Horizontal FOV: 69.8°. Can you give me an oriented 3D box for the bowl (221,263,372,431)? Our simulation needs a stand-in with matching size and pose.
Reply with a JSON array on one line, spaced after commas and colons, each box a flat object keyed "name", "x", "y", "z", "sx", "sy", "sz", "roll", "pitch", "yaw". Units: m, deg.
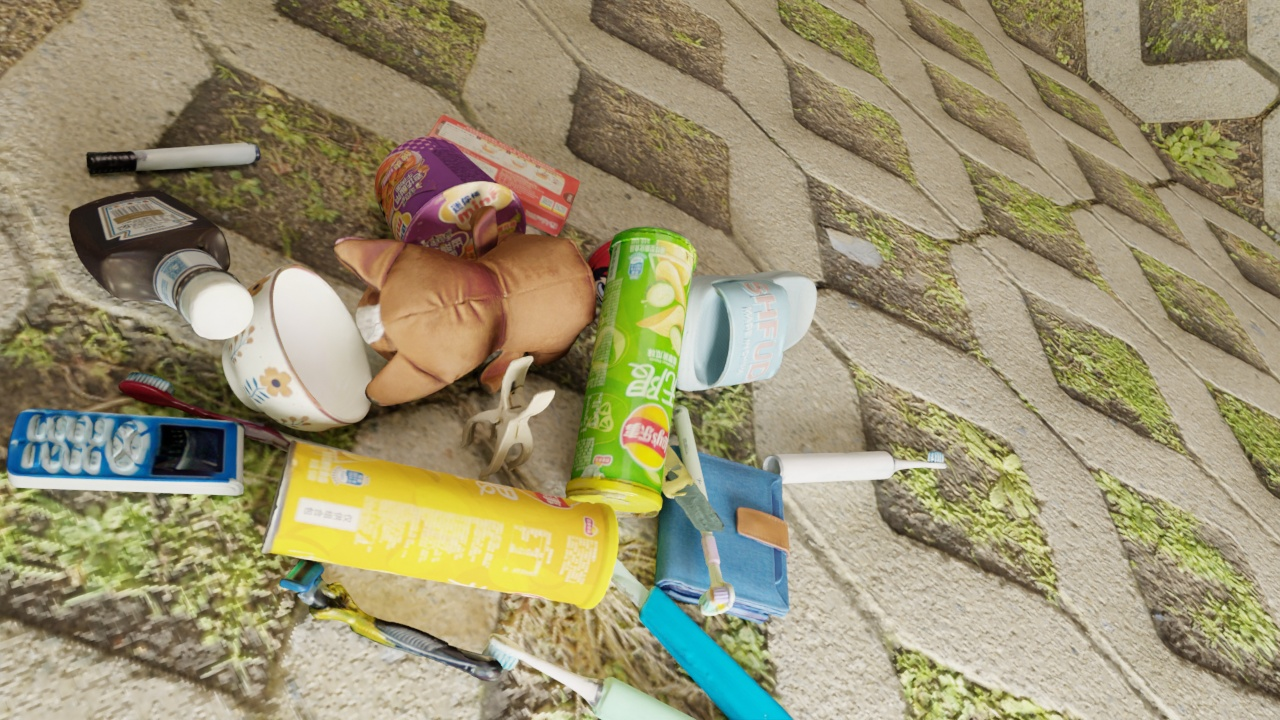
[{"name": "bowl", "x": -0.236, "y": -0.002, "z": 0.613, "sx": 0.113, "sy": 0.062, "sz": 0.113, "roll": -19, "pitch": 89, "yaw": -81}]

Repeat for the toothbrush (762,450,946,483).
[{"name": "toothbrush", "x": 0.206, "y": 0.097, "z": 0.847, "sx": 0.220, "sy": 0.027, "sz": 0.026, "roll": 2, "pitch": 83, "yaw": -31}]

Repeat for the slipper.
[{"name": "slipper", "x": 0.106, "y": -0.029, "z": 0.842, "sx": 0.074, "sy": 0.104, "sz": 0.244, "roll": 20, "pitch": 23, "yaw": 33}]

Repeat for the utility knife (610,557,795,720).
[{"name": "utility knife", "x": 0.031, "y": 0.195, "z": 0.641, "sx": 0.207, "sy": 0.018, "sz": 0.034, "roll": 44, "pitch": 55, "yaw": 12}]

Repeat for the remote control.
[{"name": "remote control", "x": -0.306, "y": 0.057, "z": 0.554, "sx": 0.124, "sy": 0.024, "sz": 0.049, "roll": 6, "pitch": 47, "yaw": -27}]

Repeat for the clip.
[{"name": "clip", "x": -0.087, "y": 0.052, "z": 0.648, "sx": 0.034, "sy": 0.105, "sz": 0.080, "roll": -11, "pitch": 72, "yaw": -42}]

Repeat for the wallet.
[{"name": "wallet", "x": 0.064, "y": 0.132, "z": 0.714, "sx": 0.106, "sy": 0.040, "sz": 0.132, "roll": 18, "pitch": 43, "yaw": -11}]

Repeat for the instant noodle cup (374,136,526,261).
[{"name": "instant noodle cup", "x": -0.168, "y": -0.128, "z": 0.771, "sx": 0.111, "sy": 0.112, "sz": 0.099, "roll": -10, "pitch": 47, "yaw": -39}]

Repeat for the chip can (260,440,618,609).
[{"name": "chip can", "x": -0.123, "y": 0.108, "z": 0.587, "sx": 0.213, "sy": 0.072, "sz": 0.072, "roll": 15, "pitch": 44, "yaw": -21}]

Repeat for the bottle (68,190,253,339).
[{"name": "bottle", "x": -0.305, "y": -0.063, "z": 0.592, "sx": 0.079, "sy": 0.044, "sz": 0.195, "roll": -25, "pitch": 38, "yaw": -35}]

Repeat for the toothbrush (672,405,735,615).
[{"name": "toothbrush", "x": 0.043, "y": 0.104, "z": 0.694, "sx": 0.020, "sy": 0.029, "sz": 0.189, "roll": 42, "pitch": 26, "yaw": -38}]

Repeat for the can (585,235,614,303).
[{"name": "can", "x": -0.004, "y": -0.063, "z": 0.837, "sx": 0.066, "sy": 0.067, "sz": 0.093, "roll": -9, "pitch": 56, "yaw": -39}]

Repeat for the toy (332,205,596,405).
[{"name": "toy", "x": -0.133, "y": -0.041, "z": 0.694, "sx": 0.199, "sy": 0.131, "sz": 0.140, "roll": -21, "pitch": 92, "yaw": -49}]

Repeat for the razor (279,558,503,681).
[{"name": "razor", "x": -0.149, "y": 0.163, "z": 0.555, "sx": 0.142, "sy": 0.022, "sz": 0.042, "roll": 28, "pitch": 4, "yaw": -8}]

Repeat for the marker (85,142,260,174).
[{"name": "marker", "x": -0.371, "y": -0.163, "z": 0.735, "sx": 0.130, "sy": 0.018, "sz": 0.022, "roll": -18, "pitch": 52, "yaw": -42}]

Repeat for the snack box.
[{"name": "snack box", "x": -0.138, "y": -0.182, "z": 0.899, "sx": 0.153, "sy": 0.026, "sz": 0.075, "roll": 24, "pitch": 40, "yaw": -11}]

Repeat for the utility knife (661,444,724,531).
[{"name": "utility knife", "x": 0.013, "y": 0.070, "z": 0.721, "sx": 0.031, "sy": 0.020, "sz": 0.194, "roll": -29, "pitch": 49, "yaw": -7}]

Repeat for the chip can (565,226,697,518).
[{"name": "chip can", "x": -0.004, "y": 0.004, "z": 0.701, "sx": 0.072, "sy": 0.073, "sz": 0.221, "roll": 16, "pitch": 69, "yaw": -19}]

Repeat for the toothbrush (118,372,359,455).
[{"name": "toothbrush", "x": -0.248, "y": 0.047, "z": 0.610, "sx": 0.187, "sy": 0.016, "sz": 0.017, "roll": 22, "pitch": 32, "yaw": -13}]

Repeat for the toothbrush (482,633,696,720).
[{"name": "toothbrush", "x": 0.002, "y": 0.228, "z": 0.585, "sx": 0.224, "sy": 0.027, "sz": 0.026, "roll": 29, "pitch": 7, "yaw": -6}]
